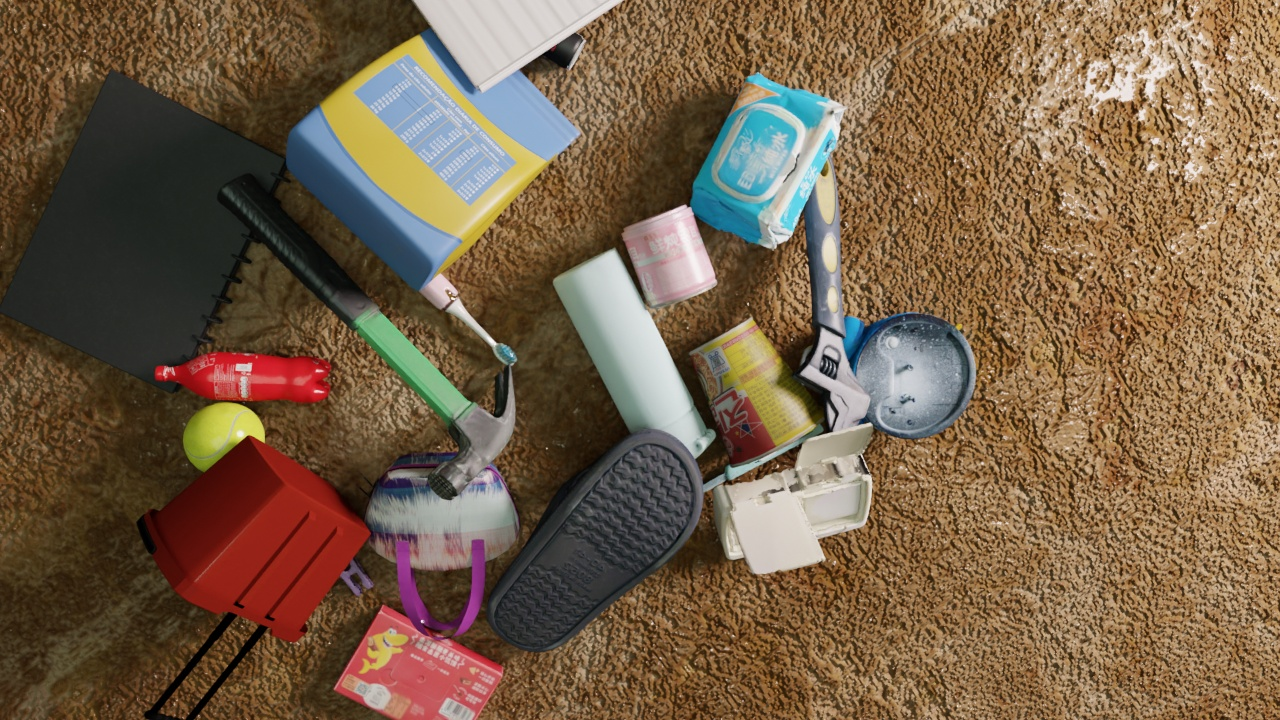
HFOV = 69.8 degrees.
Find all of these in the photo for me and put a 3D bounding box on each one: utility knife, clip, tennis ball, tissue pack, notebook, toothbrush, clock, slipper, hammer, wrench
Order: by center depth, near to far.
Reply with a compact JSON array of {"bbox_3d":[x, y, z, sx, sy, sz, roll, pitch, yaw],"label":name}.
[{"bbox_3d":[-0.094,-0.342,0.781,0.209,0.009,0.142,-37,94,-11],"label":"notebook"},{"bbox_3d":[-0.233,-0.034,0.787,0.319,0.032,0.129,46,48,-6],"label":"hammer"},{"bbox_3d":[-0.427,-0.107,0.799,0.169,0.019,0.231,27,94,-7],"label":"notebook"},{"bbox_3d":[-0.364,0.069,0.804,0.065,0.065,0.065,-1,97,-6],"label":"tennis ball"},{"bbox_3d":[0.111,-0.175,0.808,0.093,0.061,0.144,28,95,19],"label":"tissue pack"},{"bbox_3d":[0.167,-0.063,0.819,0.073,0.022,0.273,5,76,-24],"label":"wrench"},{"bbox_3d":[-0.193,-0.075,0.822,0.222,0.027,0.027,45,64,-9],"label":"toothbrush"},{"bbox_3d":[-0.040,0.161,0.847,0.110,0.083,0.269,36,111,-11],"label":"slipper"},{"bbox_3d":[-0.270,0.195,0.857,0.036,0.013,0.052,-35,102,1],"label":"clip"},{"bbox_3d":[0.229,0.012,0.859,0.161,0.060,0.117,-1,98,-4],"label":"clock"},{"bbox_3d":[0.103,0.097,0.881,0.158,0.015,0.022,-29,131,0],"label":"utility knife"}]

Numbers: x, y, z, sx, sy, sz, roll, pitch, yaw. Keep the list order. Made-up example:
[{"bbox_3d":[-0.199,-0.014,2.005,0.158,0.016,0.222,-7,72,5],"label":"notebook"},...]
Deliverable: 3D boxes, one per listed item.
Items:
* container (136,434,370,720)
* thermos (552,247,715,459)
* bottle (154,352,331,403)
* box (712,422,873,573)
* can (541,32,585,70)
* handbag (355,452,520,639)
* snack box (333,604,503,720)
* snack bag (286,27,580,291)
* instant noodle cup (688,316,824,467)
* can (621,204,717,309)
[{"bbox_3d":[-0.344,0.181,0.768,0.200,0.127,0.148,-49,141,-8],"label":"container"},{"bbox_3d":[-0.005,0.005,0.831,0.078,0.065,0.207,-20,102,36],"label":"thermos"},{"bbox_3d":[-0.346,0.014,0.804,0.141,0.042,0.042,3,97,-14],"label":"bottle"},{"bbox_3d":[0.142,0.138,0.806,0.145,0.187,0.101,-15,65,-1],"label":"box"},{"bbox_3d":[-0.089,-0.289,0.802,0.080,0.031,0.031,31,93,-9],"label":"can"},{"bbox_3d":[-0.183,0.174,0.842,0.144,0.068,0.170,0,104,-7],"label":"handbag"},{"bbox_3d":[-0.210,0.302,0.871,0.133,0.021,0.089,31,93,-8],"label":"snack box"},{"bbox_3d":[-0.169,-0.186,0.780,0.159,0.102,0.204,44,68,-9],"label":"snack bag"},{"bbox_3d":[0.098,0.026,0.835,0.100,0.100,0.112,-31,91,-1],"label":"instant noodle cup"},{"bbox_3d":[0.026,-0.093,0.821,0.067,0.067,0.076,-21,99,-3],"label":"can"}]
